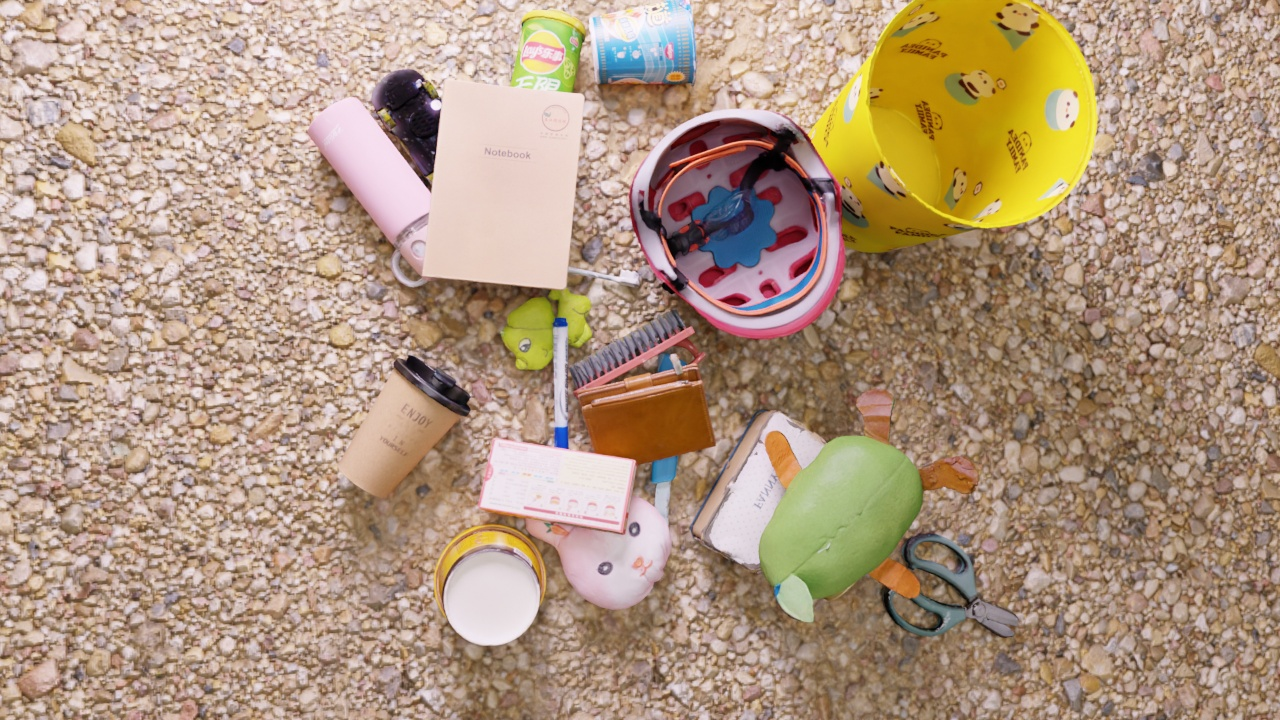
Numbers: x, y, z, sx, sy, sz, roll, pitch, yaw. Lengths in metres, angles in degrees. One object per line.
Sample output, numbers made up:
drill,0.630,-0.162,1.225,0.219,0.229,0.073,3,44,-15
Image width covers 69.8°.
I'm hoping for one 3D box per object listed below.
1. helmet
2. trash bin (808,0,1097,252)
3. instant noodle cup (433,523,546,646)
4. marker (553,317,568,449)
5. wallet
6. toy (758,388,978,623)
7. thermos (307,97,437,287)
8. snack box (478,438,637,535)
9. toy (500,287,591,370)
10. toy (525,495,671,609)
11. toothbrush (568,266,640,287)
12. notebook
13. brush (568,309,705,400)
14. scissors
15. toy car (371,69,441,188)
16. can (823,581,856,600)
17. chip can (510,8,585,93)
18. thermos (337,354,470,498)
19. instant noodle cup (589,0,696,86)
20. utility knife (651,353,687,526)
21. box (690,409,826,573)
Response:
helmet,0.105,-0.146,0.984,0.207,0.144,0.240,-29,100,5
trash bin,0.293,-0.225,0.963,0.229,0.255,0.229,1,86,-10
instant noodle cup,-0.151,0.230,0.928,0.118,0.114,0.118,1,85,-10
marker,-0.086,0.027,0.986,0.017,0.017,0.146,-1,99,-10
wallet,0.007,0.058,0.969,0.131,0.035,0.119,-13,119,2
toy,0.216,0.154,0.954,0.246,0.090,0.227,-43,82,-6
thermos,-0.270,-0.171,0.968,0.087,0.067,0.198,-35,94,21
snack box,-0.086,0.131,0.962,0.156,0.027,0.077,8,75,9
toy,-0.103,-0.037,0.998,0.100,0.031,0.096,1,86,-14
toy,-0.045,0.189,0.983,0.159,0.054,0.121,35,81,3
toothbrush,-0.087,-0.106,1.014,0.180,0.016,0.016,10,76,-9
notebook,-0.140,-0.181,0.942,0.148,0.008,0.207,5,85,-3
brush,-0.006,0.006,0.988,0.146,0.063,0.069,-29,90,1
scissors,0.370,0.263,1.060,0.180,0.019,0.143,17,83,-6
toy car,-0.223,-0.241,0.987,0.070,0.042,0.158,-37,93,-10
can,0.216,0.200,1.021,0.102,0.057,0.083,-39,90,-10
chip can,-0.113,-0.261,0.992,0.072,0.073,0.221,11,85,-9
thermos,-0.243,0.067,0.941,0.093,0.093,0.143,37,88,-5
instant noodle cup,0.000,-0.347,1.011,0.110,0.099,0.099,-7,87,-1
utility knife,0.027,0.101,1.016,0.034,0.018,0.218,5,85,3
box,0.135,0.136,1.012,0.090,0.061,0.184,34,79,-6
